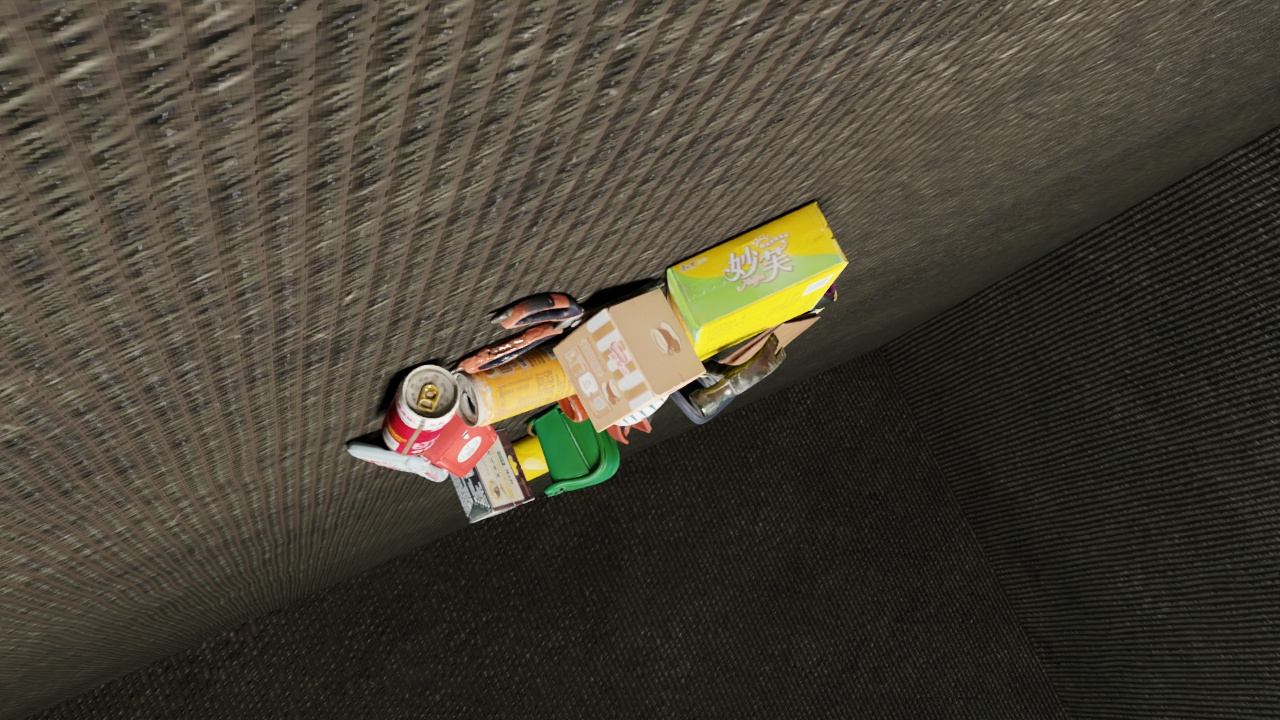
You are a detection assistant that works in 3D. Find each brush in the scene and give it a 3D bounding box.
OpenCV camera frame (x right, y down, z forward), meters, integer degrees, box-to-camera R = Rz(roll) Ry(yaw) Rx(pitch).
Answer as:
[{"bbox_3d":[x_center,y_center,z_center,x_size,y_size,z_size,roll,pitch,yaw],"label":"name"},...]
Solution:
[{"bbox_3d":[-0.026,0.066,1.286,0.069,0.063,0.146,-63,160,-19],"label":"brush"}]

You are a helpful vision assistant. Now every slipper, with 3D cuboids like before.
[{"bbox_3d":[0.111,0.025,1.477,0.083,0.110,0.267,-46,170,19],"label":"slipper"}]

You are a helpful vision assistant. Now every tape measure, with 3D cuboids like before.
[{"bbox_3d":[0.215,-0.092,1.152,0.057,0.057,0.039,22,140,-34],"label":"tape measure"}]

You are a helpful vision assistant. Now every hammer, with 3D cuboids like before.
[{"bbox_3d":[0.079,0.008,1.116,0.126,0.032,0.323,-32,-171,-9],"label":"hammer"}]

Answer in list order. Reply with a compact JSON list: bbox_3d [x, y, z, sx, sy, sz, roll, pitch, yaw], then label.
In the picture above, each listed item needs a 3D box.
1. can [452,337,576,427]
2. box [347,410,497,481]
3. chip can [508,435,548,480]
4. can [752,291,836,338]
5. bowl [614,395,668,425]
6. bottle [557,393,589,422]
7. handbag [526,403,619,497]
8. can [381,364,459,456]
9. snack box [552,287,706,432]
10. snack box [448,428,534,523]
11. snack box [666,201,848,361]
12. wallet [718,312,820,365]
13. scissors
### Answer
[{"bbox_3d":[-0.110,0.019,0.902,0.145,0.058,0.058,-19,169,-36],"label":"can"},{"bbox_3d":[-0.238,0.103,1.043,0.154,0.074,0.201,-20,170,-6],"label":"box"},{"bbox_3d":[-0.150,0.145,1.515,0.213,0.072,0.072,-25,172,4],"label":"chip can"},{"bbox_3d":[0.197,-0.075,1.215,0.101,0.057,0.083,-19,167,-39],"label":"can"},{"bbox_3d":[-0.017,0.004,0.976,0.117,0.116,0.066,-30,128,31],"label":"bowl"},{"bbox_3d":[-0.007,0.007,1.127,0.205,0.060,0.060,-28,173,-21],"label":"bottle"},{"bbox_3d":[-0.100,0.124,1.341,0.120,0.131,0.068,-23,163,13],"label":"handbag"},{"bbox_3d":[-0.201,0.047,0.833,0.053,0.053,0.133,-21,170,-27],"label":"can"},{"bbox_3d":[-0.011,-0.001,0.859,0.076,0.092,0.095,-24,174,-43],"label":"snack box"},{"bbox_3d":[-0.211,0.156,1.261,0.053,0.113,0.125,-26,171,12],"label":"snack box"},{"bbox_3d":[0.109,-0.071,0.939,0.157,0.070,0.210,-25,172,-2],"label":"snack box"},{"bbox_3d":[0.166,-0.024,1.179,0.116,0.020,0.101,-39,164,35],"label":"wallet"},{"bbox_3d":[-0.072,-0.037,0.827,0.225,0.015,0.189,-24,171,-12],"label":"scissors"}]
